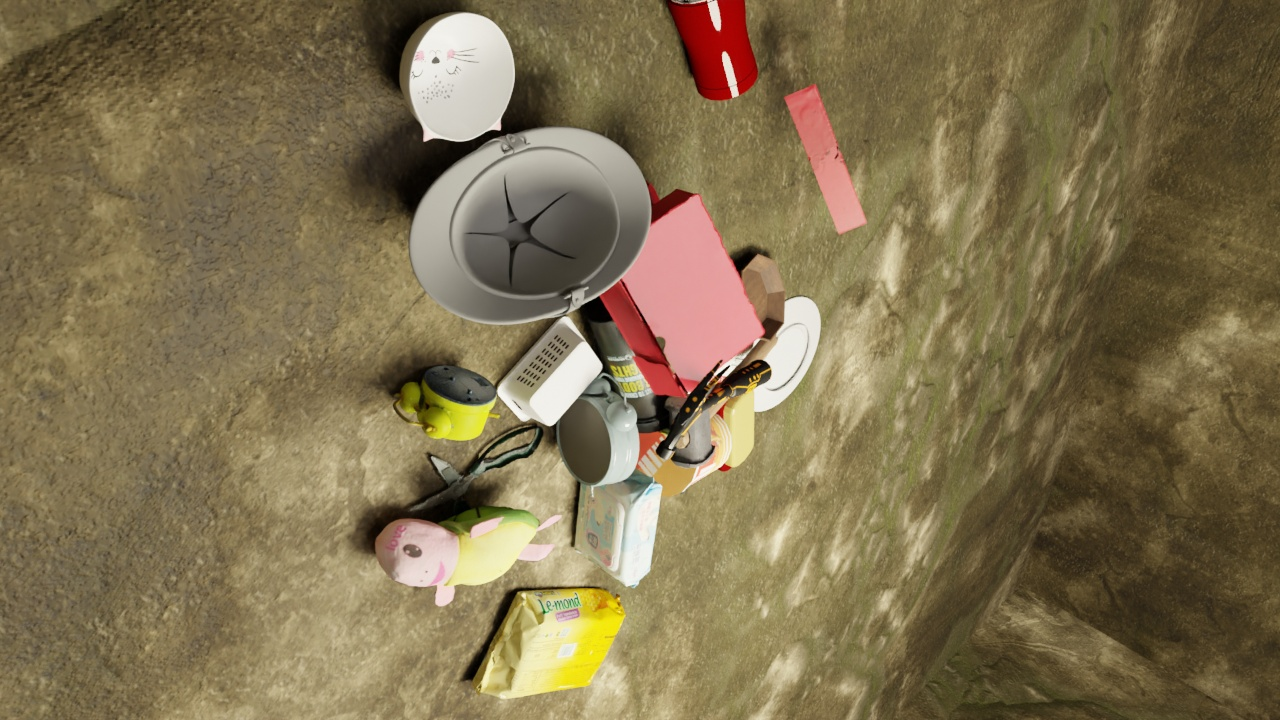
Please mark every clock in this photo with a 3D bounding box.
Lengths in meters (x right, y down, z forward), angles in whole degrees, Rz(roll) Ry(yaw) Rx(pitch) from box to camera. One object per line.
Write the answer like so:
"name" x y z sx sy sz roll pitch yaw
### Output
"clock" -0.213 0.047 1.002 0.118 0.083 0.057 -7 126 -48
"clock" -0.053 0.089 1.172 0.045 0.122 0.160 -11 132 -39

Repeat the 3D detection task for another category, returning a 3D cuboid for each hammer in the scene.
"hammer" 0.109 0.035 1.133 0.123 0.036 0.319 -59 165 20
"hammer" 0.125 0.034 1.285 0.327 0.052 0.098 -40 131 -51

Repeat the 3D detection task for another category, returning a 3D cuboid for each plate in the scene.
"plate" 0.237 -0.007 1.523 0.208 0.015 0.209 -27 133 -34
"plate" 0.171 -0.092 1.351 0.131 0.025 0.131 4 85 -52

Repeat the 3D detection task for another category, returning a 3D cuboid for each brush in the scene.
"brush" 0.149 0.103 1.466 0.082 0.042 0.174 -40 140 -37

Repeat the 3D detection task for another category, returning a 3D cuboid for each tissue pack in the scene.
"tissue pack" -0.034 0.219 1.294 0.069 0.112 0.182 -21 129 -40

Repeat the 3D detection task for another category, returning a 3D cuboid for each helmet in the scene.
"helmet" -0.126 -0.134 0.957 0.270 0.118 0.183 -27 102 -27

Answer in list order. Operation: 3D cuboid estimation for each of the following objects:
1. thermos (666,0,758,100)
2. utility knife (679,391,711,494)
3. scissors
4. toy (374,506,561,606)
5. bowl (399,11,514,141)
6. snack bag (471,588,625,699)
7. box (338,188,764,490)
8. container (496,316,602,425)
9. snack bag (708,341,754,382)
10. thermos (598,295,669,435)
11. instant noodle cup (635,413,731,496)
"thermos" 0.080 -0.403 1.030 0.107 0.084 0.199 -63 149 -27
"utility knife" 0.089 0.111 1.435 0.030 0.019 0.225 -8 122 -51
"scissors" -0.192 0.152 1.152 0.204 0.015 0.202 -43 142 -18
"toy" -0.203 0.225 1.109 0.237 0.087 0.191 -3 143 -36
"bowl" -0.178 -0.267 0.853 0.114 0.050 0.115 -27 133 -34
"snack bag" -0.124 0.422 1.366 0.247 0.068 0.160 16 101 -52
"box" -0.102 -0.018 1.116 0.214 0.479 0.170 59 23 -30
"container" -0.105 0.019 1.128 0.129 0.049 0.081 -49 141 -13
"snack bag" 0.130 -0.037 1.357 0.130 0.039 0.144 5 99 -50
"thermos" -0.007 0.007 1.199 0.098 0.098 0.221 -42 134 -21
"instant noodle cup" 0.063 0.126 1.342 0.120 0.123 0.123 -8 120 -54
